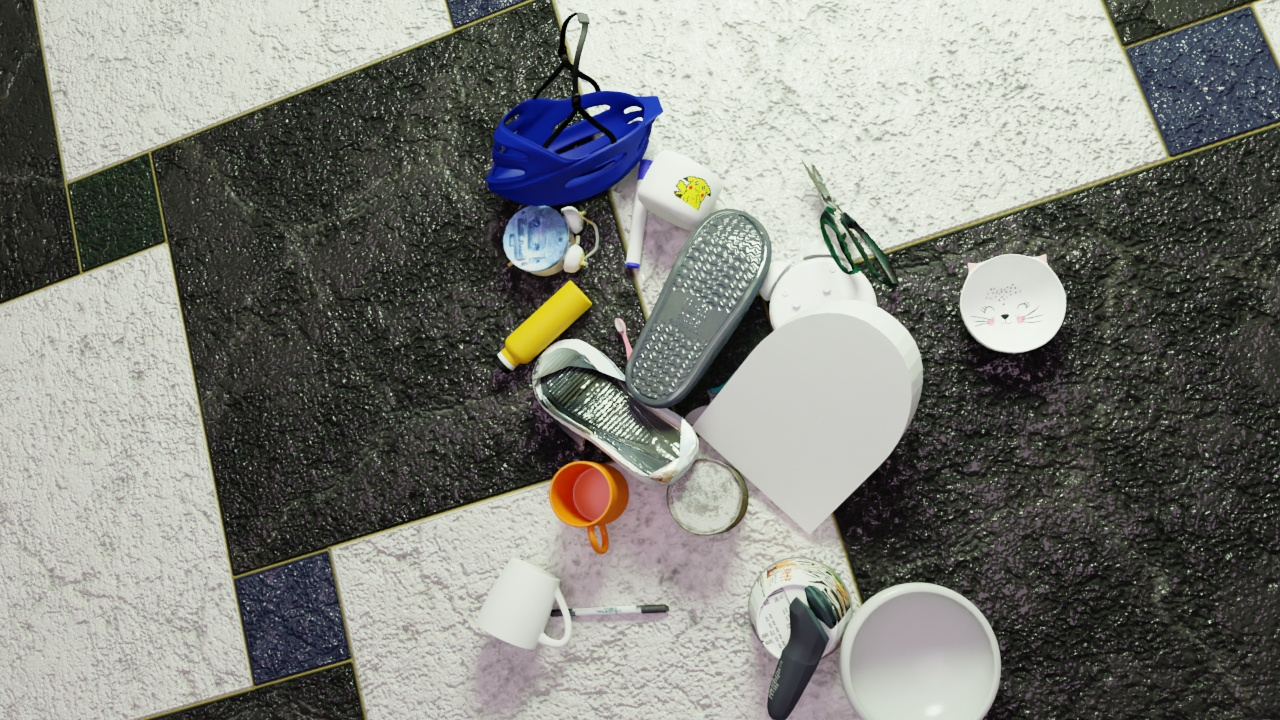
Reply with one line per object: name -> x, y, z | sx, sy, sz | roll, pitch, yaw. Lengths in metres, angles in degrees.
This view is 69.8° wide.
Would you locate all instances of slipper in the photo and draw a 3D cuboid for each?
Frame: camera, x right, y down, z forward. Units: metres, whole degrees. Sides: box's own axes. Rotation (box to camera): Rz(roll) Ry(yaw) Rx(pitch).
slipper -> 0.079, -0.055, 1.122 | 0.111, 0.083, 0.268 | 27, 82, 23
slipper -> -0.037, 0.069, 1.136 | 0.264, 0.063, 0.111 | 33, 68, 33

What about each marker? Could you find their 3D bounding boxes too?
marker -> -0.001, -0.191, 1.196 | 0.020, 0.020, 0.141 | 6, 85, 12
marker -> -0.039, 0.311, 1.140 | 0.152, 0.011, 0.011 | -6, 81, 11

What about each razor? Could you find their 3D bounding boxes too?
razor -> 0.164, 0.307, 0.956 | 0.052, 0.047, 0.143 | 23, 90, -11

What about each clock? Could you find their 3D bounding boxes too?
clock -> 0.218, -0.062, 1.105 | 0.125, 0.073, 0.161 | -27, 78, 7
clock -> -0.116, -0.156, 1.199 | 0.125, 0.052, 0.088 | -3, 81, 11

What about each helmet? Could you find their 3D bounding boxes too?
helmet -> -0.096, -0.303, 1.132 | 0.241, 0.228, 0.147 | -16, 46, 2

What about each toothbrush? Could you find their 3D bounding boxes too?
toothbrush -> -0.007, 0.007, 1.172 | 0.022, 0.016, 0.135 | -23, 78, 10

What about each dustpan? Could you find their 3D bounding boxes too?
dustpan -> 0.207, 0.050, 1.067 | 0.191, 0.053, 0.258 | 42, 125, 10

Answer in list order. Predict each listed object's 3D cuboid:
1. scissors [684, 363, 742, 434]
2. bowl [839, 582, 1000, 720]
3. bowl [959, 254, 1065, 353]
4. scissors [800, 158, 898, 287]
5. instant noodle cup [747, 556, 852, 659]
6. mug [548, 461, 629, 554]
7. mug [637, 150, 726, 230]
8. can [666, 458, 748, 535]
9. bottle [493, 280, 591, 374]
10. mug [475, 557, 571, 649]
scissors -> 0.123, 0.038, 1.139 | 0.126, 0.019, 0.154 | 14, 87, 15
bowl -> 0.305, 0.334, 1.028 | 0.176, 0.066, 0.176 | 0, 87, -2
bowl -> 0.430, -0.062, 1.072 | 0.115, 0.050, 0.114 | -2, 82, 12
scissors -> 0.256, -0.168, 1.125 | 0.015, 0.137, 0.209 | -43, 43, 36
instant noodle cup -> 0.179, 0.289, 1.039 | 0.124, 0.121, 0.123 | -2, 82, 11
mug -> -0.057, 0.180, 1.117 | 0.078, 0.096, 0.112 | -16, 79, 9
mug -> 0.057, -0.206, 1.154 | 0.115, 0.094, 0.068 | 29, 90, -23
can -> 0.082, 0.164, 1.102 | 0.090, 0.074, 0.089 | -2, 81, 12
bottle -> -0.130, -0.040, 1.190 | 0.144, 0.043, 0.043 | -42, 76, 4
mug -> -0.132, 0.304, 1.127 | 0.114, 0.081, 0.087 | 24, 81, 7
